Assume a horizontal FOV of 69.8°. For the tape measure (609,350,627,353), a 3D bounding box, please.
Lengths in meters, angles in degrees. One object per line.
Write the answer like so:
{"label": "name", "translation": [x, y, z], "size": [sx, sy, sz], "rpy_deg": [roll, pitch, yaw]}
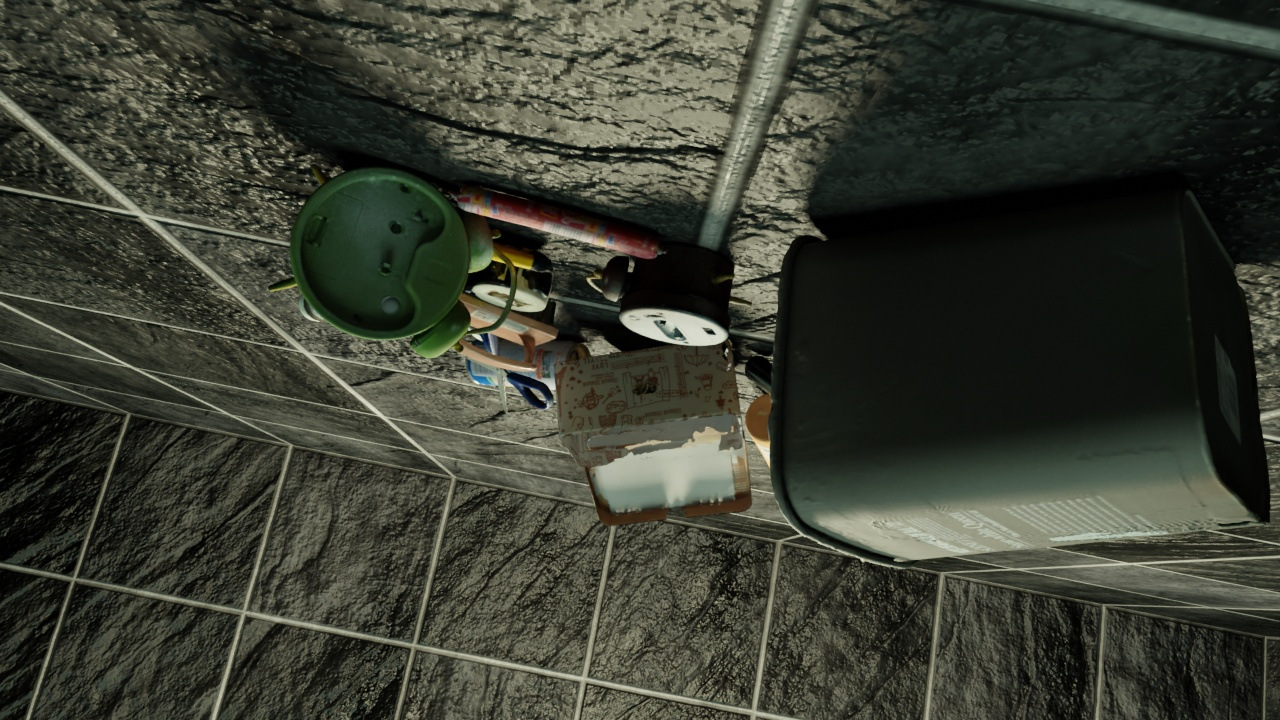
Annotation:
{"label": "tape measure", "translation": [-0.006, 0.006, 0.963], "size": [0.057, 0.029, 0.060], "rpy_deg": [3, 165, 31]}

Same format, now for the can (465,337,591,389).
{"label": "can", "translation": [-0.121, 0.003, 0.991], "size": [0.135, 0.053, 0.053], "rpy_deg": [3, 164, 29]}

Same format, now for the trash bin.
{"label": "trash bin", "translation": [0.220, 0.018, 0.538], "size": [0.220, 0.198, 0.199], "rpy_deg": [-10, 155, 41]}

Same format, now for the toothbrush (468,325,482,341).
{"label": "toothbrush", "translation": [-0.196, -0.057, 0.901], "size": [0.016, 0.016, 0.180], "rpy_deg": [7, 163, 26]}

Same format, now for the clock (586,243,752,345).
{"label": "clock", "translation": [0.017, -0.049, 0.685], "size": [0.122, 0.055, 0.082], "rpy_deg": [6, 166, 22]}

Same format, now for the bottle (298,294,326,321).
{"label": "bottle", "translation": [-0.277, -0.058, 0.877], "size": [0.080, 0.044, 0.195], "rpy_deg": [35, 160, -34]}

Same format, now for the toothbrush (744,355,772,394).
{"label": "toothbrush", "translation": [0.156, 0.049, 0.806], "size": [0.026, 0.027, 0.212], "rpy_deg": [25, -169, -34]}

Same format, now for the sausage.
{"label": "sausage", "translation": [-0.055, -0.096, 0.632], "size": [0.156, 0.020, 0.020], "rpy_deg": [14, 166, -10]}

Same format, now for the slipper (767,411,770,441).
{"label": "slipper", "translation": [0.261, 0.083, 0.909], "size": [0.268, 0.110, 0.083], "rpy_deg": [13, 163, 6]}

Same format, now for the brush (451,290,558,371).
{"label": "brush", "translation": [-0.148, -0.041, 0.806], "size": [0.145, 0.073, 0.063], "rpy_deg": [21, 164, -27]}

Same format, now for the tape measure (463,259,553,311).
{"label": "tape measure", "translation": [-0.106, -0.065, 0.760], "size": [0.066, 0.033, 0.066], "rpy_deg": [20, 165, -30]}

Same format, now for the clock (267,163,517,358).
{"label": "clock", "translation": [-0.165, -0.067, 0.641], "size": [0.161, 0.116, 0.056], "rpy_deg": [19, 175, -17]}

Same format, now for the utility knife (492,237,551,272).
{"label": "utility knife", "translation": [-0.140, -0.095, 0.695], "size": [0.154, 0.015, 0.033], "rpy_deg": [15, -164, -16]}

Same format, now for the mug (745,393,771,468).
{"label": "mug", "translation": [0.165, 0.086, 1.060], "size": [0.078, 0.078, 0.122], "rpy_deg": [4, 160, 27]}

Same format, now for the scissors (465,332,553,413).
{"label": "scissors", "translation": [-0.139, 0.004, 0.918], "size": [0.176, 0.012, 0.162], "rpy_deg": [27, 143, 45]}

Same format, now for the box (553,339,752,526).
{"label": "box", "translation": [0.020, 0.084, 0.957], "size": [0.178, 0.106, 0.272], "rpy_deg": [-7, 145, 6]}
